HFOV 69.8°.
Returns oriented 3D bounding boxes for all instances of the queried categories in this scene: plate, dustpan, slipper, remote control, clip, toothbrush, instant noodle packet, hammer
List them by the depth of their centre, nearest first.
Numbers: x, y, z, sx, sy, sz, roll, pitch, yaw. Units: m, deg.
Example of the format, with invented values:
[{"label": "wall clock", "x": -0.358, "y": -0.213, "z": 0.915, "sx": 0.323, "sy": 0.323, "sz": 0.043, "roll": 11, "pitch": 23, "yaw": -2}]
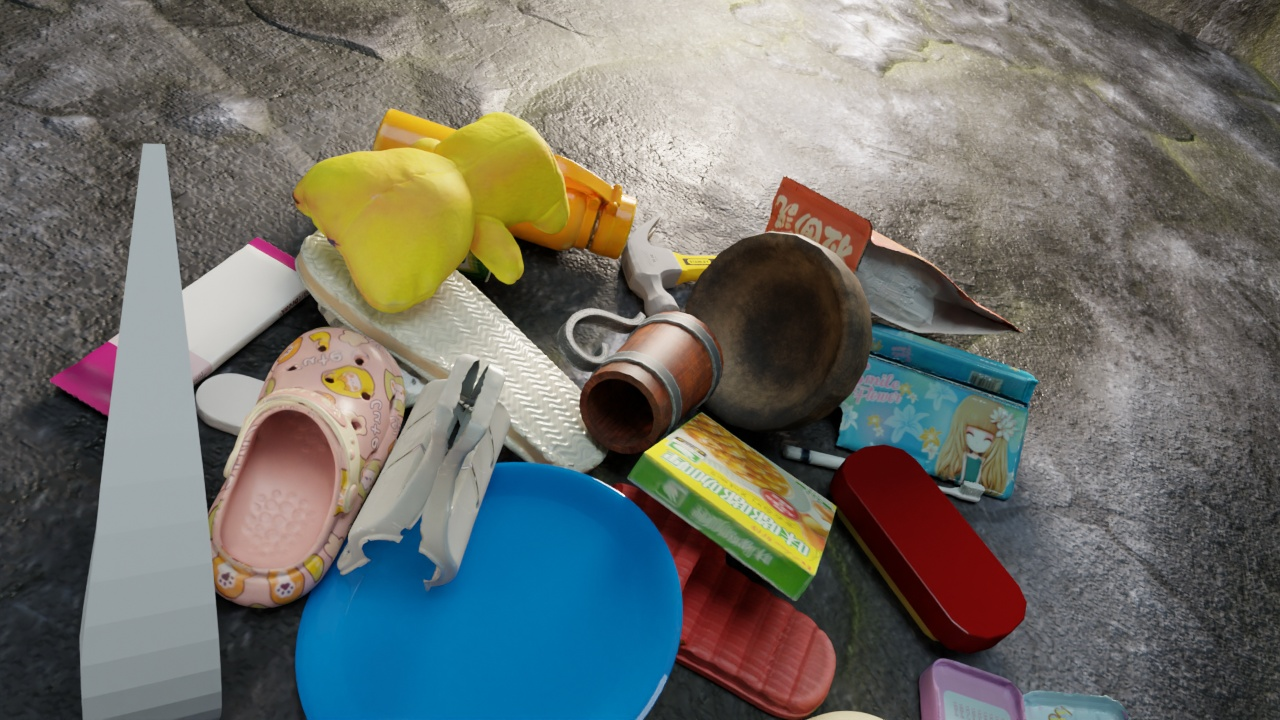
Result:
[{"label": "dustpan", "x": -0.256, "y": 0.054, "z": 0.461, "sx": 0.053, "sy": 0.192, "sz": 0.257, "roll": -6, "pitch": 75, "yaw": -29}, {"label": "plate", "x": -0.087, "y": 0.154, "z": 0.544, "sx": 0.224, "sy": 0.024, "sz": 0.223, "roll": -2, "pitch": 44, "yaw": 2}, {"label": "clip", "x": -0.111, "y": 0.064, "z": 0.555, "sx": 0.105, "sy": 0.152, "sz": 0.126, "roll": 38, "pitch": 40, "yaw": -24}, {"label": "slipper", "x": -0.204, "y": 0.052, "z": 0.567, "sx": 0.093, "sy": 0.082, "sz": 0.196, "roll": 16, "pitch": 54, "yaw": -9}, {"label": "slipper", "x": 0.027, "y": 0.145, "z": 0.615, "sx": 0.249, "sy": 0.059, "sz": 0.103, "roll": 29, "pitch": 43, "yaw": 3}, {"label": "remote control", "x": -0.234, "y": 0.043, "z": 0.627, "sx": 0.136, "sy": 0.013, "sz": 0.043, "roll": 19, "pitch": 43, "yaw": -7}, {"label": "slipper", "x": -0.140, "y": -0.004, "z": 0.689, "sx": 0.272, "sy": 0.054, "sz": 0.114, "roll": 37, "pitch": 42, "yaw": 1}, {"label": "toothbrush", "x": 0.208, "y": 0.094, "z": 0.779, "sx": 0.186, "sy": 0.017, "sz": 0.012, "roll": 14, "pitch": 33, "yaw": -12}, {"label": "instant noodle packet", "x": 0.242, "y": -0.087, "z": 0.875, "sx": 0.220, "sy": 0.084, "sz": 0.164, "roll": 14, "pitch": 19, "yaw": -27}, {"label": "hammer", "x": 0.127, "y": -0.093, "z": 0.920, "sx": 0.323, "sy": 0.029, "sz": 0.127, "roll": -4, "pitch": 50, "yaw": -29}]

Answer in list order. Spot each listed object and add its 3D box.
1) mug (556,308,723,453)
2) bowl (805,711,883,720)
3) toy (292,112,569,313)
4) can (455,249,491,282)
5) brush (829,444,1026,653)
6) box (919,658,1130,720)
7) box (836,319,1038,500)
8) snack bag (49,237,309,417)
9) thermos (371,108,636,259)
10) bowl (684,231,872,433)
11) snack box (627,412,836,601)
[{"label": "mug", "x": -0.004, "y": 0.004, "z": 0.702, "sx": 0.117, "sy": 0.082, "sz": 0.110, "roll": 48, "pitch": 34, "yaw": 0}, {"label": "bowl", "x": 0.134, "y": 0.257, "z": 0.541, "sx": 0.118, "sy": 0.074, "sz": 0.117, "roll": 13, "pitch": 44, "yaw": -13}, {"label": "toy", "x": -0.142, "y": -0.118, "z": 0.683, "sx": 0.193, "sy": 0.088, "sz": 0.134, "roll": -30, "pitch": 76, "yaw": -37}, {"label": "can", "x": -0.178, "y": -0.108, "z": 0.762, "sx": 0.121, "sy": 0.067, "sz": 0.067, "roll": 9, "pitch": 45, "yaw": -16}, {"label": "brush", "x": 0.216, "y": 0.146, "z": 0.713, "sx": 0.082, "sy": 0.042, "sz": 0.173, "roll": -12, "pitch": 54, "yaw": -33}, {"label": "box", "x": 0.255, "y": 0.302, "z": 0.579, "sx": 0.151, "sy": 0.041, "sz": 0.213, "roll": 11, "pitch": 43, "yaw": 3}, {"label": "box", "x": 0.243, "y": 0.016, "z": 0.830, "sx": 0.227, "sy": 0.087, "sz": 0.168, "roll": 17, "pitch": 43, "yaw": -8}, {"label": "snack bag", "x": -0.312, "y": -0.025, "z": 0.656, "sx": 0.070, "sy": 0.016, "sz": 0.196, "roll": 30, "pitch": 43, "yaw": 3}, {"label": "thermos", "x": -0.120, "y": -0.153, "z": 0.819, "sx": 0.232, "sy": 0.076, "sz": 0.091, "roll": 17, "pitch": -2, "yaw": -9}, {"label": "bowl", "x": 0.117, "y": -0.020, "z": 0.756, "sx": 0.070, "sy": 0.162, "sz": 0.162, "roll": 9, "pitch": 40, "yaw": -50}, {"label": "snack box", "x": 0.073, "y": 0.095, "z": 0.654, "sx": 0.132, "sy": 0.027, "sz": 0.167, "roll": 35, "pitch": 15, "yaw": 10}]
